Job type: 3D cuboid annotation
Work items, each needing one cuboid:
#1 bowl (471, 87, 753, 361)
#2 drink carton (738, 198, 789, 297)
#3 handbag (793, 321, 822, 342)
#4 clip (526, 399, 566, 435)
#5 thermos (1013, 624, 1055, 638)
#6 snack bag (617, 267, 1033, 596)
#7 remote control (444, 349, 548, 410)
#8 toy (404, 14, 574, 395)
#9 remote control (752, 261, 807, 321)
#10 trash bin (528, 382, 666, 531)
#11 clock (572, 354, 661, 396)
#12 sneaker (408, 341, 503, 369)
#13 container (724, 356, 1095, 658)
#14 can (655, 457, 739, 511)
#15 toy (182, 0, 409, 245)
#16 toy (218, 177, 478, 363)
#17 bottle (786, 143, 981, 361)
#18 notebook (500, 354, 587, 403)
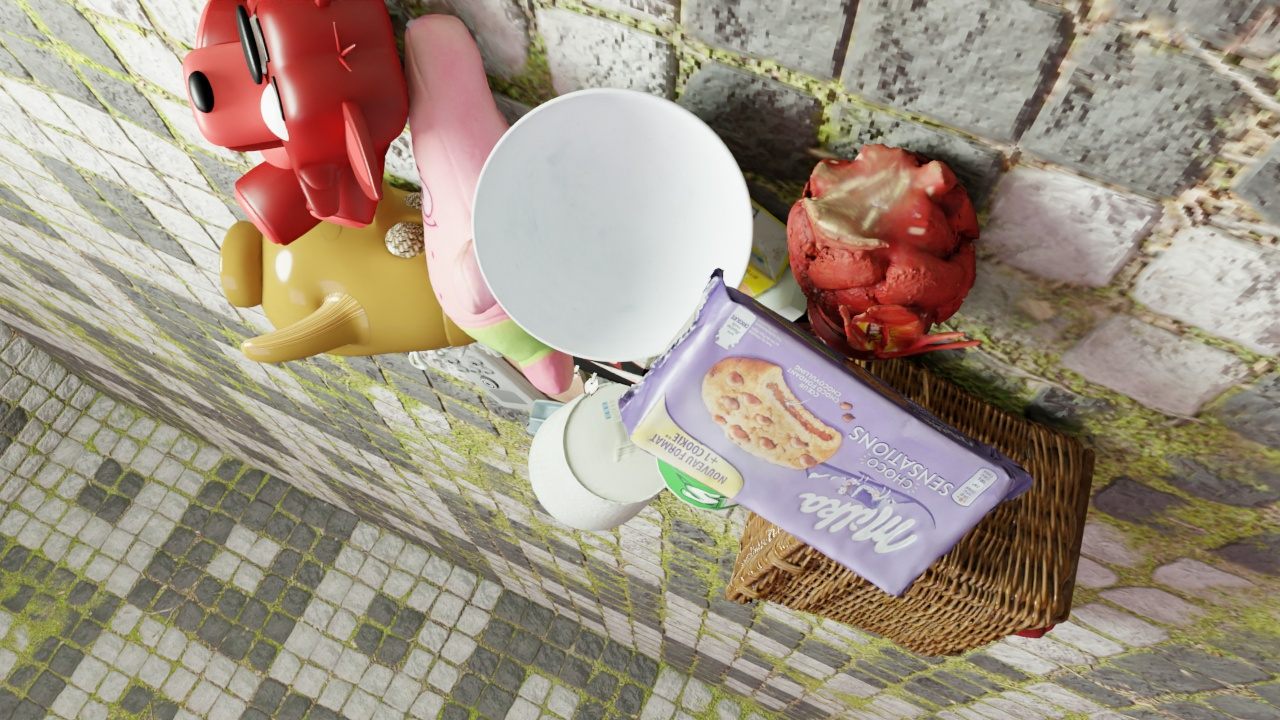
[{"bbox_3d":[-0.013,-0.080,0.501,0.144,0.074,0.144,1,115,2],"label":"bowl"},{"bbox_3d":[0.039,-0.061,0.594,0.058,0.042,0.135,35,155,-12],"label":"drink carton"},{"bbox_3d":[0.110,-0.028,0.600,0.055,0.029,0.120,1,155,-14],"label":"handbag"},{"bbox_3d":[-0.044,0.089,0.993,0.167,0.028,0.128,19,160,-8],"label":"clip"},{"bbox_3d":[0.264,0.199,0.861,0.240,0.073,0.073,0,145,49],"label":"thermos"},{"bbox_3d":[0.095,0.041,0.480,0.205,0.096,0.058,32,-159,-13],"label":"snack bag"},{"bbox_3d":[-0.167,0.008,0.970,0.074,0.019,0.151,3,148,45],"label":"remote control"},{"bbox_3d":[-0.096,-0.093,0.569,0.192,0.097,0.237,-111,4,-56],"label":"toy"},{"bbox_3d":[0.074,-0.033,0.601,0.024,0.049,0.144,31,157,-6],"label":"remote control"},{"bbox_3d":[-0.030,0.086,0.842,0.133,0.133,0.161,29,163,-4],"label":"trash bin"},{"bbox_3d":[-0.004,0.004,0.722,0.115,0.065,0.154,14,172,28],"label":"clock"},{"bbox_3d":[-0.156,-0.029,0.813,0.242,0.090,0.089,13,153,29],"label":"sneaker"},{"bbox_3d":[0.185,0.112,0.661,0.183,0.162,0.250,21,157,3],"label":"container"},{"bbox_3d":[0.058,0.053,0.633,0.088,0.087,0.140,26,163,4],"label":"can"},{"bbox_3d":[-0.192,-0.153,0.522,0.197,0.120,0.158,5,107,64],"label":"toy"},{"bbox_3d":[-0.193,-0.074,0.701,0.203,0.198,0.163,7,139,-1],"label":"toy"},{"bbox_3d":[0.121,-0.048,0.461,0.099,0.098,0.111,20,156,18],"label":"bottle"},{"bbox_3d":[-0.149,-0.013,0.944,0.209,0.008,0.141,20,156,17],"label":"notebook"}]
